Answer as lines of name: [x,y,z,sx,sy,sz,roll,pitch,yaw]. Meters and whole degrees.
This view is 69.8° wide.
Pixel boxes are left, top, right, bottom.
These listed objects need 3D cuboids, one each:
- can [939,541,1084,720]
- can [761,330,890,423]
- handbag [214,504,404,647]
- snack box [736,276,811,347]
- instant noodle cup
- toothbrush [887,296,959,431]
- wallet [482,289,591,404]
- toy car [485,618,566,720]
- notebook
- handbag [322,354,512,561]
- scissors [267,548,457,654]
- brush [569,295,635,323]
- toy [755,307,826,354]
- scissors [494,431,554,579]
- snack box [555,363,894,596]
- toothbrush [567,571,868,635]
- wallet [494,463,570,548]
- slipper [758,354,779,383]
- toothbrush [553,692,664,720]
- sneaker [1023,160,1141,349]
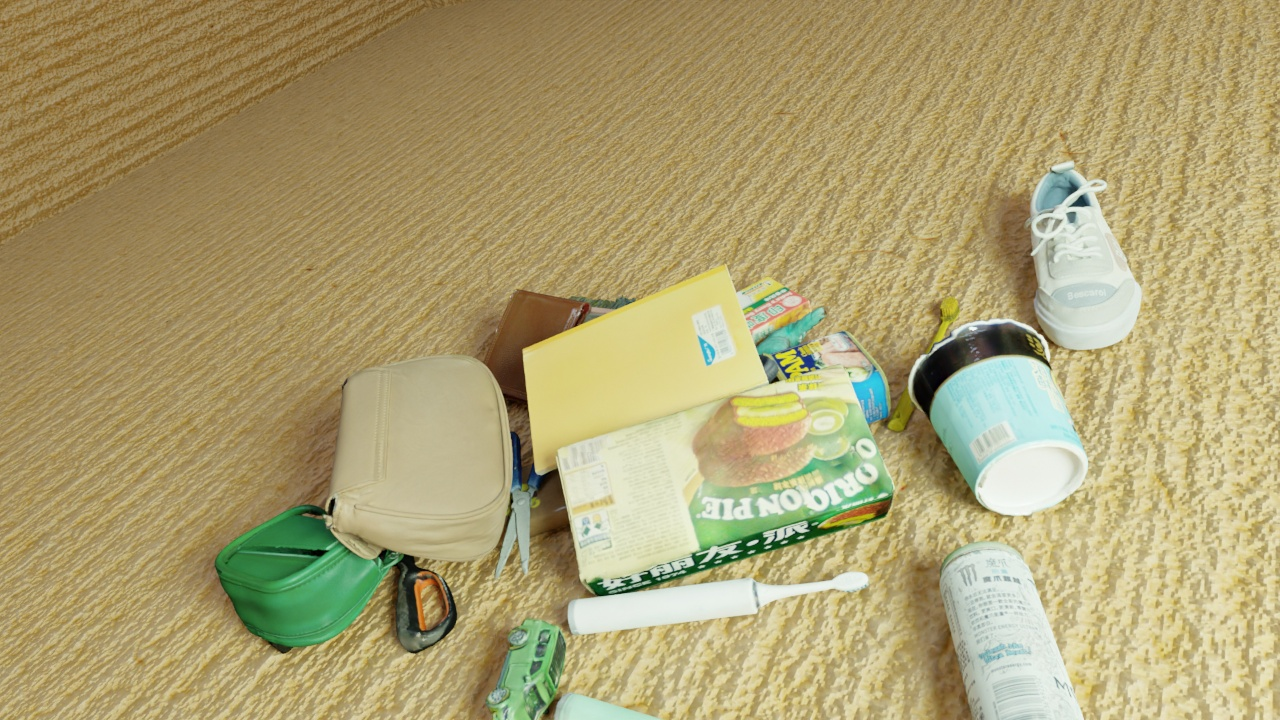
can: [0.221,0.180,0.549,0.058,0.058,0.146,-10,33,12]
can: [0.163,0.022,0.817,0.083,0.057,0.102,-18,32,-3]
handbag: [-0.278,0.175,0.773,0.131,0.068,0.119,2,28,38]
snack box: [0.094,-0.032,0.960,0.155,0.027,0.077,-28,35,-14]
instant noodle cup: [0.274,0.048,0.690,0.111,0.111,0.120,-14,41,7]
toothbrush: [0.261,-0.001,0.839,0.016,0.017,0.189,6,40,33]
wallet: [-0.114,-0.014,0.982,0.101,0.032,0.124,13,77,37]
toy car: [-0.079,0.225,0.645,0.036,0.043,0.091,-5,35,19]
notebook: [-0.005,0.005,0.789,0.206,0.010,0.145,-23,47,10]
handbag: [-0.185,0.084,0.780,0.147,0.100,0.204,3,36,-14]
scissors: [-0.221,0.180,0.804,0.234,0.022,0.221,-34,36,-22]
brush: [-0.057,-0.032,1.003,0.146,0.063,0.072,9,45,38]
toy: [0.138,-0.017,0.895,0.097,0.030,0.091,-38,4,41]
scissors: [-0.111,0.117,0.801,0.140,0.012,0.170,10,49,36]
snack box: [0.062,0.094,0.712,0.240,0.063,0.114,-17,61,2]
toothbrush: [0.054,0.175,0.670,0.221,0.026,0.026,-11,59,12]
wallet: [-0.088,0.120,0.822,0.115,0.033,0.090,-20,33,5]
slipper: [0.001,0.009,0.847,0.269,0.083,0.110,-3,29,49]
toothbrush: [0.043,0.246,0.570,0.225,0.026,0.027,4,17,31]
sneaker: [0.409,-0.108,0.857,0.090,0.091,0.241,-6,35,21]
